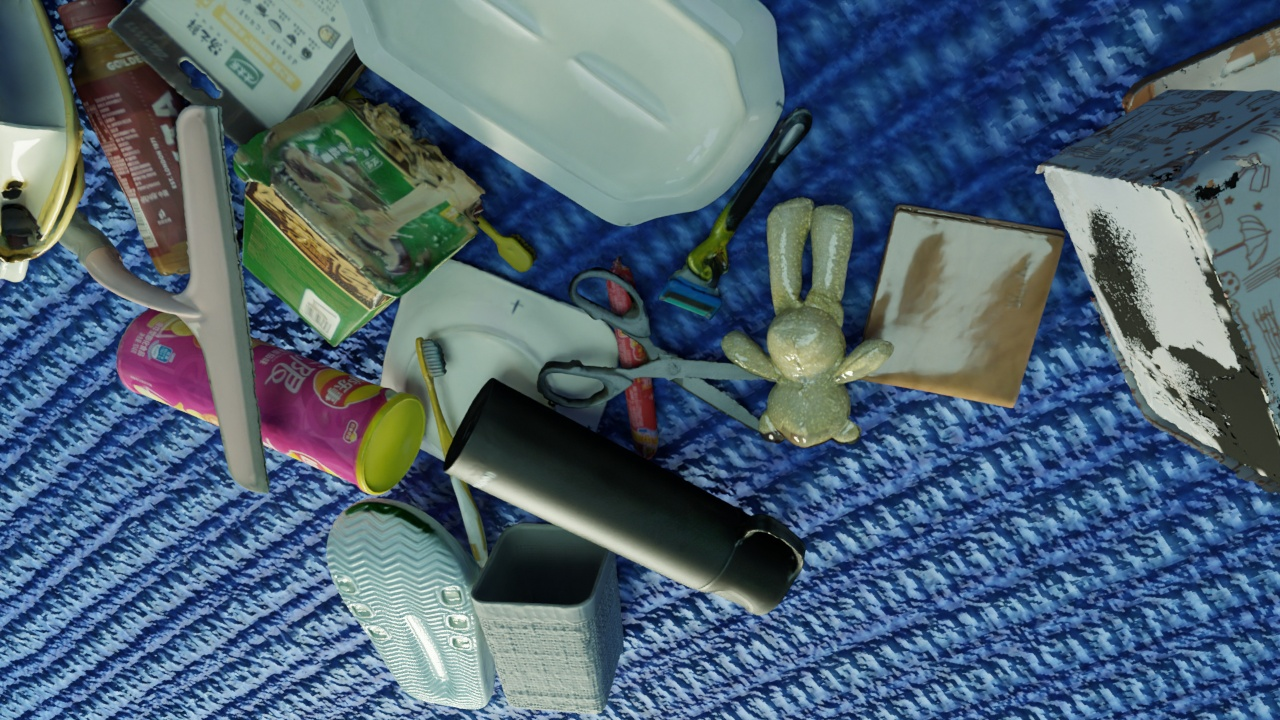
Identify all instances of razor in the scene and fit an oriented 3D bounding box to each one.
[{"bbox_3d":[0.060,-0.092,0.560,0.042,0.022,0.143,17,118,-30],"label":"razor"}]

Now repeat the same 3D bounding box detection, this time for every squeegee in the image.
[{"bbox_3d":[-0.331,-0.061,0.584,0.250,0.040,0.248,26,125,33],"label":"squeegee"}]

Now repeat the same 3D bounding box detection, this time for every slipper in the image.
[{"bbox_3d":[-0.162,0.190,0.720,0.104,0.074,0.246,3,131,11],"label":"slipper"}]

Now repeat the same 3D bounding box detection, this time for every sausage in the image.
[{"bbox_3d":[-0.004,0.004,0.622,0.020,0.020,0.156,-3,114,14],"label":"sausage"}]

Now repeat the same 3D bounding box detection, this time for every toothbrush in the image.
[{"bbox_3d":[-0.128,0.070,0.645,0.018,0.016,0.191,-6,115,8],"label":"toothbrush"},{"bbox_3d":[-0.140,-0.127,0.594,0.190,0.016,0.016,43,117,-7],"label":"toothbrush"}]

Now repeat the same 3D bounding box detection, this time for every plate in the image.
[{"bbox_3d":[-0.108,0.021,0.646,0.164,0.034,0.164,21,118,3],"label":"plate"},{"bbox_3d":[-0.044,-0.175,0.507,0.265,0.034,0.162,32,118,-17],"label":"plate"}]

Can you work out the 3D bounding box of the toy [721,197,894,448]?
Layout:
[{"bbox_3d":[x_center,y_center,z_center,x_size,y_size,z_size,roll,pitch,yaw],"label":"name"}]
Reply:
[{"bbox_3d":[0.104,-0.021,0.566,0.105,0.066,0.157,3,109,19],"label":"toy"}]

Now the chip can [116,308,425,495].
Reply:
[{"bbox_3d":[-0.259,0.025,0.641,0.211,0.071,0.071,19,118,15],"label":"chip can"}]

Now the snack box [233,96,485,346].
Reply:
[{"bbox_3d":[-0.177,-0.076,0.562,0.118,0.117,0.106,43,134,-4],"label":"snack box"}]

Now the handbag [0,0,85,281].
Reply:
[{"bbox_3d":[-0.407,-0.141,0.592,0.163,0.063,0.179,59,137,24],"label":"handbag"}]

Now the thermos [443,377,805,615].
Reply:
[{"bbox_3d":[-0.003,0.089,0.609,0.242,0.068,0.090,27,136,-15],"label":"thermos"}]

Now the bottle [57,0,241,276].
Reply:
[{"bbox_3d":[-0.323,-0.146,0.603,0.057,0.057,0.175,-7,113,16],"label":"bottle"}]

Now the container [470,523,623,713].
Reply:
[{"bbox_3d":[-0.062,0.195,0.689,0.090,0.090,0.114,-1,118,14],"label":"container"}]

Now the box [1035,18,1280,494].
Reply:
[{"bbox_3d":[0.335,-0.066,0.451,0.193,0.156,0.183,-30,108,6],"label":"box"}]

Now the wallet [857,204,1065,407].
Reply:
[{"bbox_3d":[0.192,-0.032,0.561,0.101,0.020,0.115,10,114,7],"label":"wallet"}]

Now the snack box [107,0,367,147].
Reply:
[{"bbox_3d":[-0.221,-0.203,0.543,0.113,0.053,0.126,44,104,-8],"label":"snack box"}]

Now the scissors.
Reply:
[{"bbox_3d":[0.014,0.004,0.602,0.159,0.014,0.175,-26,110,10],"label":"scissors"}]
